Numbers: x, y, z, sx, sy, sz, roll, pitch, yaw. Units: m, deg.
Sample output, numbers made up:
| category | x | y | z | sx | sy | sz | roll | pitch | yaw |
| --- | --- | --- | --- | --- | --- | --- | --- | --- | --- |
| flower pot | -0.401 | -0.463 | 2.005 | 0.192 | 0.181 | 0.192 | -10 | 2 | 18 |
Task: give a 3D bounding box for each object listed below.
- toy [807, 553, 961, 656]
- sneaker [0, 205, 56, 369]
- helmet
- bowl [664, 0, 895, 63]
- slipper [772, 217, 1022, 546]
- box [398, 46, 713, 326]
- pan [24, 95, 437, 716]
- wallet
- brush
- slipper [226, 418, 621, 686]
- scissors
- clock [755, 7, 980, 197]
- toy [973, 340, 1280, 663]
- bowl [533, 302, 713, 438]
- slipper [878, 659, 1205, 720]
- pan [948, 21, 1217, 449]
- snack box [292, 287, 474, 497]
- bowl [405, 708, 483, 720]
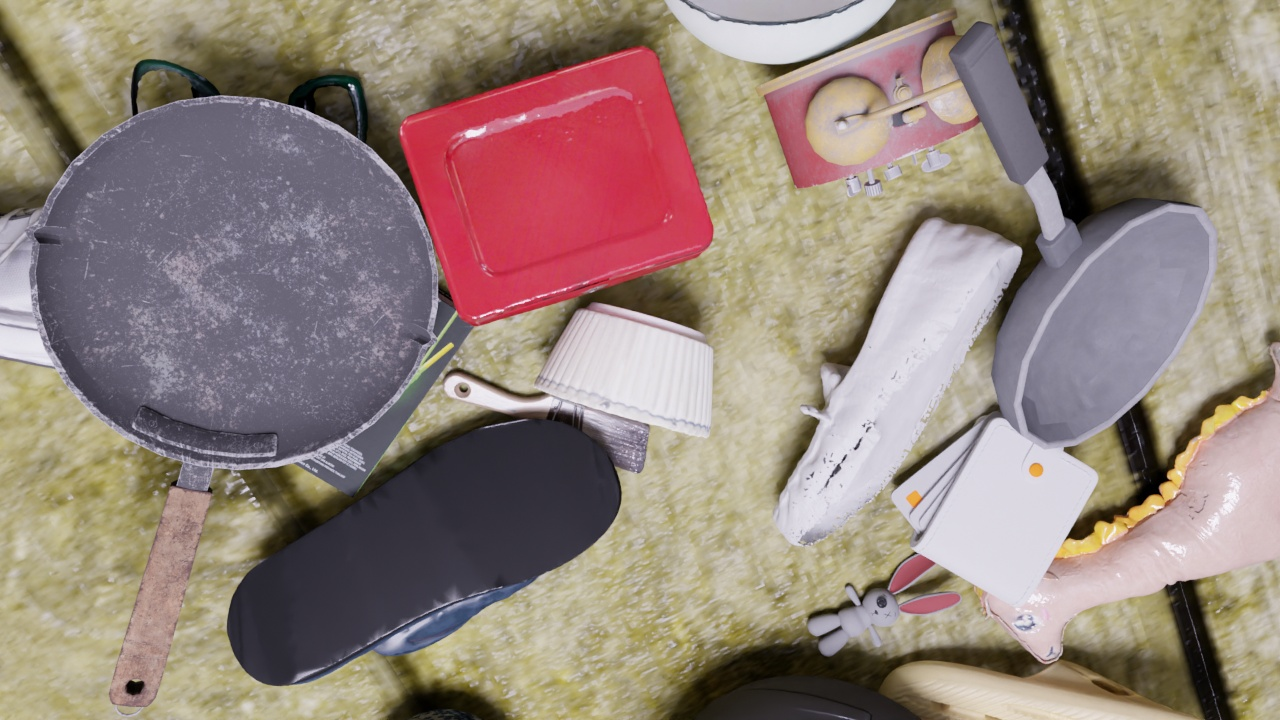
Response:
| category | x | y | z | sx | sy | sz | roll | pitch | yaw |
| --- | --- | --- | --- | --- | --- | --- | --- | --- | --- |
| toy | 0.181 | 0.186 | 0.691 | 0.112 | 0.030 | 0.049 | -28 | 79 | 6 |
| sneaker | -0.335 | -0.065 | 0.531 | 0.263 | 0.097 | 0.129 | 13 | 97 | -17 |
| helmet | 0.124 | 0.313 | 0.651 | 0.264 | 0.169 | 0.165 | 14 | 128 | -1 |
| bowl | 0.081 | -0.228 | 0.515 | 0.153 | 0.073 | 0.153 | -4 | 68 | 9 |
| slipper | 0.159 | 0.019 | 0.617 | 0.112 | 0.074 | 0.247 | 13 | 110 | -42 |
| box | -0.050 | -0.100 | 0.542 | 0.157 | 0.112 | 0.134 | -18 | 103 | -1 |
| pan | -0.242 | 0.032 | 0.517 | 0.207 | 0.040 | 0.357 | 17 | 97 | -25 |
| wallet | 0.247 | 0.097 | 0.656 | 0.115 | 0.037 | 0.118 | 30 | 90 | 1 |
| brush | -0.063 | 0.039 | 0.631 | 0.151 | 0.012 | 0.039 | 19 | 105 | -10 |
| slipper | -0.138 | 0.130 | 0.623 | 0.265 | 0.083 | 0.109 | -28 | 71 | -4 |
| scissors | -0.236 | -0.076 | 0.524 | 0.142 | 0.015 | 0.209 | 11 | 90 | -36 |
| clock | 0.137 | -0.139 | 0.521 | 0.117 | 0.158 | 0.081 | -21 | 102 | 1 |
| toy | 0.372 | 0.111 | 0.680 | 0.264 | 0.065 | 0.196 | -16 | 97 | 7 |
| bowl | -0.003 | 0.003 | 0.581 | 0.115 | 0.115 | 0.062 | 17 | 89 | -11 |
| slipper | 0.316 | 0.285 | 0.715 | 0.261 | 0.079 | 0.111 | 11 | 109 | 10 |
| pan | 0.249 | -0.068 | 0.544 | 0.178 | 0.041 | 0.357 | -48 | 133 | 3 |
| snack box | -0.182 | 0.009 | 0.603 | 0.080 | 0.025 | 0.148 | 34 | 101 | -14 |
| bowl | -0.147 | 0.302 | 0.685 | 0.114 | 0.045 | 0.114 | -2 | 107 | -5 |
